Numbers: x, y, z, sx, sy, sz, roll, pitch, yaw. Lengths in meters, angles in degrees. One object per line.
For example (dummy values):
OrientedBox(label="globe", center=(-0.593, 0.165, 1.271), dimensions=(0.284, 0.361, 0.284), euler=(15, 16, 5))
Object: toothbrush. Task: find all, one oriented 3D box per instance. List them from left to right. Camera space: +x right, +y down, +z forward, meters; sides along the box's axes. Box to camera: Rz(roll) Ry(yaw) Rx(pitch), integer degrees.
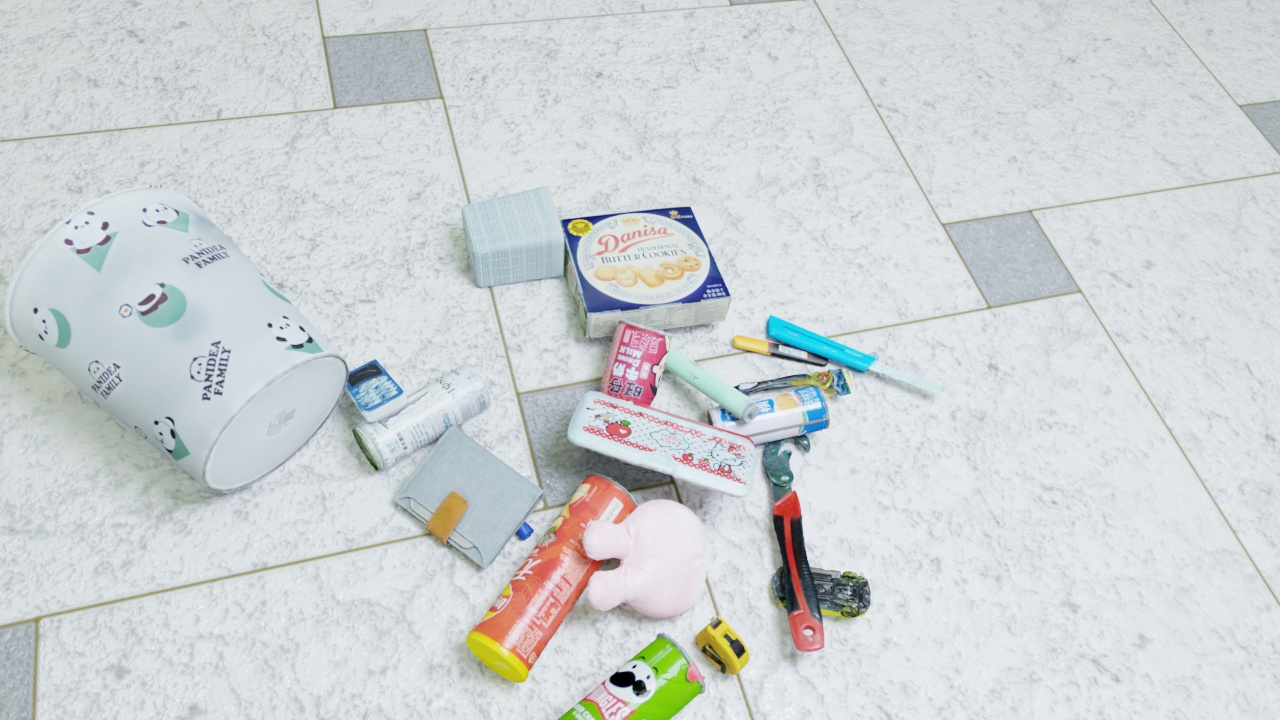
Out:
OrientedBox(label="toothbrush", center=(0.051, 0.008, 1.080), dimensions=(0.224, 0.027, 0.026), euler=(35, 15, 36))

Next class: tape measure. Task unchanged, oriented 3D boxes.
OrientedBox(label="tape measure", center=(0.081, 0.290, 0.923), dimensions=(0.028, 0.060, 0.057), euler=(-38, 76, -29))

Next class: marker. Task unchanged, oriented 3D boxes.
OrientedBox(label="marker", center=(-0.168, 0.138, 1.005), dimensions=(0.016, 0.017, 0.146), euler=(-35, 69, -26))
OrientedBox(label="marker", center=(0.176, -0.011, 1.152), dimensions=(0.124, 0.015, 0.018), euler=(13, 51, -4))

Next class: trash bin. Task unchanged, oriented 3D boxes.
OrientedBox(label="trash bin", center=(-0.458, -0.013, 0.942), dimensions=(0.252, 0.230, 0.229), euler=(40, 61, 9))

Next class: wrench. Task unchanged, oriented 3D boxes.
OrientedBox(label="wrench", center=(0.168, 0.187, 1.004), dimensions=(0.056, 0.016, 0.272), euler=(-2, 50, 4))

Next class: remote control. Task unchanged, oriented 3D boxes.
OrientedBox(label="remote control", center=(-0.295, 0.033, 1.010), dimensions=(0.049, 0.024, 0.125), euler=(-28, 31, -19))

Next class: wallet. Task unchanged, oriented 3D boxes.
OrientedBox(label="wallet", center=(-0.184, 0.145, 0.974), dimensions=(0.130, 0.037, 0.106), euler=(34, 75, 16))

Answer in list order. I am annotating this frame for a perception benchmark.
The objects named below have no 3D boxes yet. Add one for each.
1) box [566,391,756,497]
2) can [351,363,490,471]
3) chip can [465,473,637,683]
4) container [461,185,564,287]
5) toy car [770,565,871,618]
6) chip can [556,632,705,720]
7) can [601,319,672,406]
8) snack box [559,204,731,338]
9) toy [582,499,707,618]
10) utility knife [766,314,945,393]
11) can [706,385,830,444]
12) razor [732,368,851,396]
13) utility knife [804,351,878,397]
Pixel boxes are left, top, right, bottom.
OrientedBox(label="box", center=(0.021, 0.103, 0.996), dimensions=(0.201, 0.110, 0.099), euler=(17, 49, 2))
OrientedBox(label="can", center=(-0.240, 0.062, 1.016), dimensions=(0.146, 0.058, 0.058), euler=(-32, 68, -25))
OrientedBox(label="chip can", center=(-0.086, 0.216, 0.935), dimensions=(0.073, 0.073, 0.216), euler=(31, 59, 11))
OrientedBox(label="container", center=(-0.159, -0.151, 1.145), dimensions=(0.111, 0.090, 0.090), euler=(-13, 61, -13))
OrientedBox(label="toy car", center=(0.192, 0.249, 0.982), dimensions=(0.105, 0.032, 0.048), euler=(6, 51, 9))
OrientedBox(label="chip can", center=(-0.047, 0.355, 0.856), dimensions=(0.235, 0.072, 0.072), euler=(-33, 68, -25))
OrientedBox(label="can", center=(-0.006, 0.006, 1.062), dimensions=(0.066, 0.066, 0.094), euler=(16, 89, 2))
OrientedBox(label="snack box", center=(0.000, -0.116, 1.155), dimensions=(0.177, 0.046, 0.182), euler=(-8, 51, -13))
OrientedBox(label="toy", center=(0.005, 0.203, 0.938), dimensions=(0.159, 0.054, 0.121), euler=(7, 74, -39))
OrientedBox(label="utility knife", center=(0.267, -0.004, 1.146), dimensions=(0.234, 0.018, 0.034), euler=(22, 42, 10))
OrientedBox(label="can", center=(0.147, 0.067, 1.064), dimensions=(0.134, 0.053, 0.053), euler=(-11, 60, -4))
OrientedBox(label="razor", center=(0.180, 0.027, 1.112), dimensions=(0.143, 0.022, 0.042), euler=(-6, 42, -1))
OrientedBox(label="utility knife", center=(0.220, 0.035, 1.132), dimensions=(0.201, 0.021, 0.031), euler=(-23, 65, -26))
